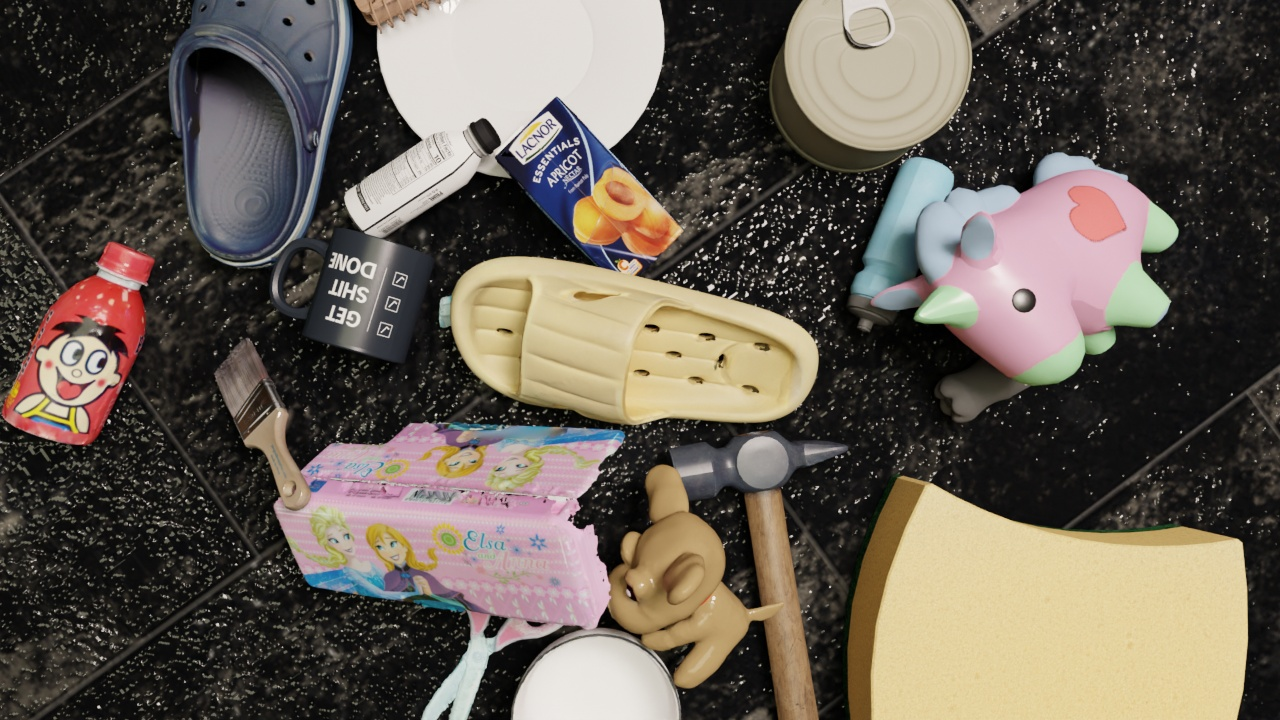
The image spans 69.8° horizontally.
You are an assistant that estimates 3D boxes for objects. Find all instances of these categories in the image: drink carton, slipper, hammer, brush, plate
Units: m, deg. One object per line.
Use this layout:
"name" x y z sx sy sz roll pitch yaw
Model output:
"drink carton" -0.037 -0.118 0.649 0.064 0.040 0.130 -44 100 0
"slipper" -0.265 -0.191 0.632 0.105 0.095 0.253 3 91 1
"hammer" 0.107 0.211 0.660 0.129 0.040 0.321 -9 89 -6
"brush" 0.277 0.198 0.643 0.250 0.075 0.195 10 88 -1
"slipper" -0.004 0.004 0.626 0.261 0.079 0.111 9 120 -6
"brush" -0.257 0.044 0.628 0.039 0.012 0.151 -44 58 5
"plate" -0.087 -0.236 0.676 0.208 0.015 0.208 0 88 -2

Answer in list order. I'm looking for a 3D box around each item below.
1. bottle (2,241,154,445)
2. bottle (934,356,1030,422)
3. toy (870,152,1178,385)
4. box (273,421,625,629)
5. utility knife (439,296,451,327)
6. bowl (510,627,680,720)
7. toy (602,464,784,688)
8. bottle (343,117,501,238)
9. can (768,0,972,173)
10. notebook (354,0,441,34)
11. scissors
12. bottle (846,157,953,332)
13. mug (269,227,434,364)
"bottle" -0.382 -0.015 0.637 0.062 0.062 0.137 24 88 -1
"bottle" 0.269 0.006 0.669 0.110 0.036 0.036 -29 89 -3
"toy" 0.271 -0.078 0.627 0.171 0.120 0.221 31 60 -5
"box" -0.120 0.103 0.620 0.231 0.105 0.086 1 119 24
"utility knife" -0.086 -0.045 0.671 0.124 0.015 0.022 -10 91 -5
"bowl" -0.031 0.239 0.638 0.113 0.063 0.113 0 88 -2
"toy" 0.027 0.150 0.600 0.106 0.134 0.108 -28 115 8
"bottle" -0.151 -0.131 0.646 0.116 0.041 0.041 -30 89 10
"can" 0.159 -0.203 0.654 0.128 0.073 0.127 0 88 -2
"notebook" -0.134 -0.349 0.662 0.210 0.022 0.169 -28 78 -3
"scissors" -0.098 0.209 0.662 0.105 0.016 0.179 18 87 -1
"bottle" 0.186 -0.081 0.667 0.040 0.040 0.130 23 87 -1
"mug" -0.205 -0.049 0.639 0.105 0.071 0.077 16 87 2
